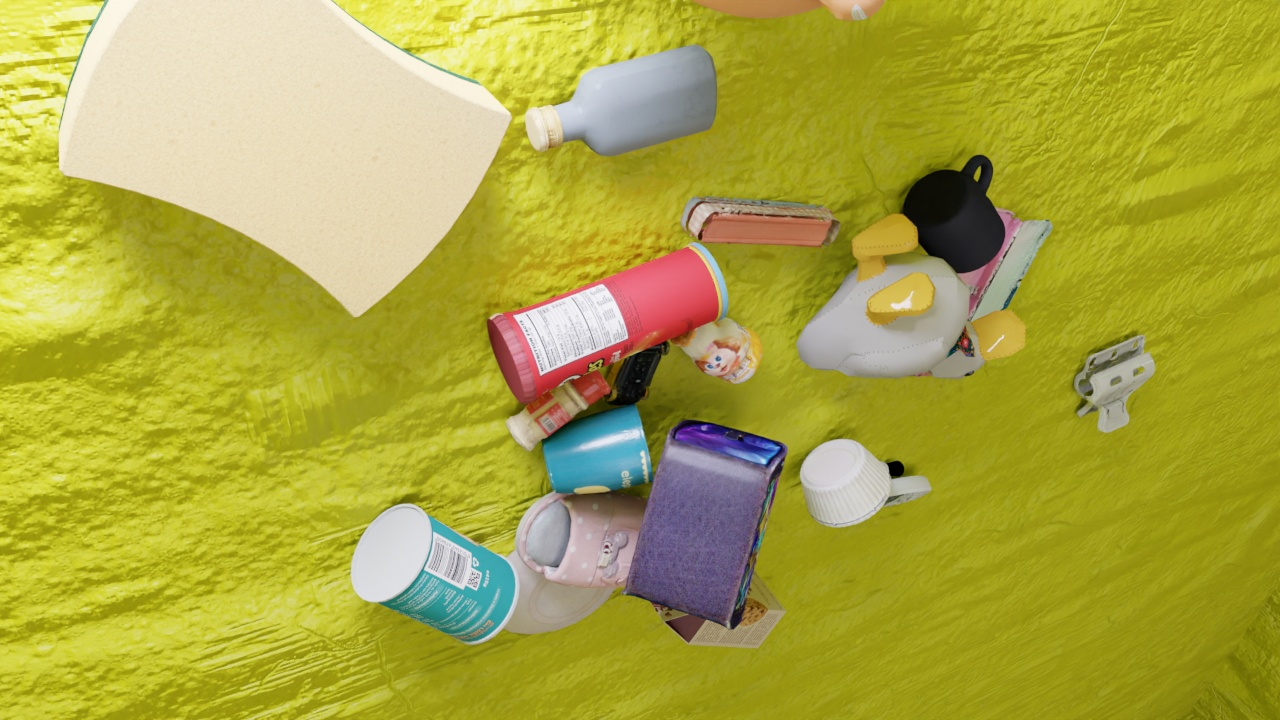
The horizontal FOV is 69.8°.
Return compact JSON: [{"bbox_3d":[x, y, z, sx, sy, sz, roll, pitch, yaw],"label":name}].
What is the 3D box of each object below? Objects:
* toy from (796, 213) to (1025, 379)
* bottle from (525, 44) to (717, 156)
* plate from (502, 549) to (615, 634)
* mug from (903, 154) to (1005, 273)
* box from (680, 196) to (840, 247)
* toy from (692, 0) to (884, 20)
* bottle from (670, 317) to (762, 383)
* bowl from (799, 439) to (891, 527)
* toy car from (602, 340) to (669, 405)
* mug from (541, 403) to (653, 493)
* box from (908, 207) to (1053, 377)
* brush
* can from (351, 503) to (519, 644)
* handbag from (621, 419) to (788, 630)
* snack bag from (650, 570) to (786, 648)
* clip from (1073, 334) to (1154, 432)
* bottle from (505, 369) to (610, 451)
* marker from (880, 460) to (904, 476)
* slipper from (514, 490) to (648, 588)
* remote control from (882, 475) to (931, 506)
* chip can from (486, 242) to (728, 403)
[{"bbox_3d":[0.296,-0.041,1.025,0.247,0.140,0.267,-17,149,18],"label":"toy"},{"bbox_3d":[-0.016,-0.210,0.765,0.161,0.046,0.072,-20,132,-19],"label":"bottle"},{"bbox_3d":[-0.091,0.268,1.101,0.188,0.027,0.189,-17,131,-21],"label":"plate"},{"bbox_3d":[0.352,-0.170,1.010,0.094,0.085,0.121,32,87,-44],"label":"mug"},{"bbox_3d":[0.127,-0.134,0.918,0.186,0.053,0.058,-4,93,-32],"label":"box"},{"bbox_3d":[0.075,-0.341,0.564,0.266,0.280,0.262,-29,142,30],"label":"toy"},{"bbox_3d":[0.078,-0.016,0.964,0.108,0.063,0.063,22,110,-41],"label":"bottle"},{"bbox_3d":[0.256,0.150,1.180,0.115,0.115,0.062,-37,120,-3],"label":"bowl"},{"bbox_3d":[-0.006,0.006,0.949,0.049,0.030,0.107,2,129,-33],"label":"toy car"},{"bbox_3d":[-0.047,0.102,0.968,0.104,0.084,0.112,-13,162,-5],"label":"mug"},{"bbox_3d":[0.417,-0.081,1.149,0.158,0.035,0.231,1,123,-33],"label":"box"},{"bbox_3d":[-0.239,-0.166,0.637,0.195,0.075,0.250,-49,134,10],"label":"brush"},{"bbox_3d":[-0.207,0.221,0.939,0.099,0.099,0.144,-42,135,3],"label":"can"},{"bbox_3d":[0.076,0.174,1.001,0.222,0.125,0.205,22,84,-78],"label":"handbag"},{"bbox_3d":[0.080,0.311,1.196,0.206,0.094,0.070,18,112,-40],"label":"snack bag"},{"bbox_3d":[0.737,0.041,1.431,0.124,0.081,0.148,-17,121,-18],"label":"clip"},{"bbox_3d":[-0.083,0.045,0.923,0.109,0.044,0.044,-37,135,-2],"label":"bottle"},{"bbox_3d":[0.320,0.154,1.277,0.125,0.025,0.025,-1,123,-32],"label":"marker"},{"bbox_3d":[-0.022,0.206,1.058,0.274,0.054,0.114,11,97,-42],"label":"slipper"},{"bbox_3d":[0.367,0.189,1.317,0.114,0.028,0.060,-1,152,-35],"label":"remote control"},{"bbox_3d":[-0.030,-0.038,0.863,0.213,0.087,0.087,-23,133,-17],"label":"chip can"}]
